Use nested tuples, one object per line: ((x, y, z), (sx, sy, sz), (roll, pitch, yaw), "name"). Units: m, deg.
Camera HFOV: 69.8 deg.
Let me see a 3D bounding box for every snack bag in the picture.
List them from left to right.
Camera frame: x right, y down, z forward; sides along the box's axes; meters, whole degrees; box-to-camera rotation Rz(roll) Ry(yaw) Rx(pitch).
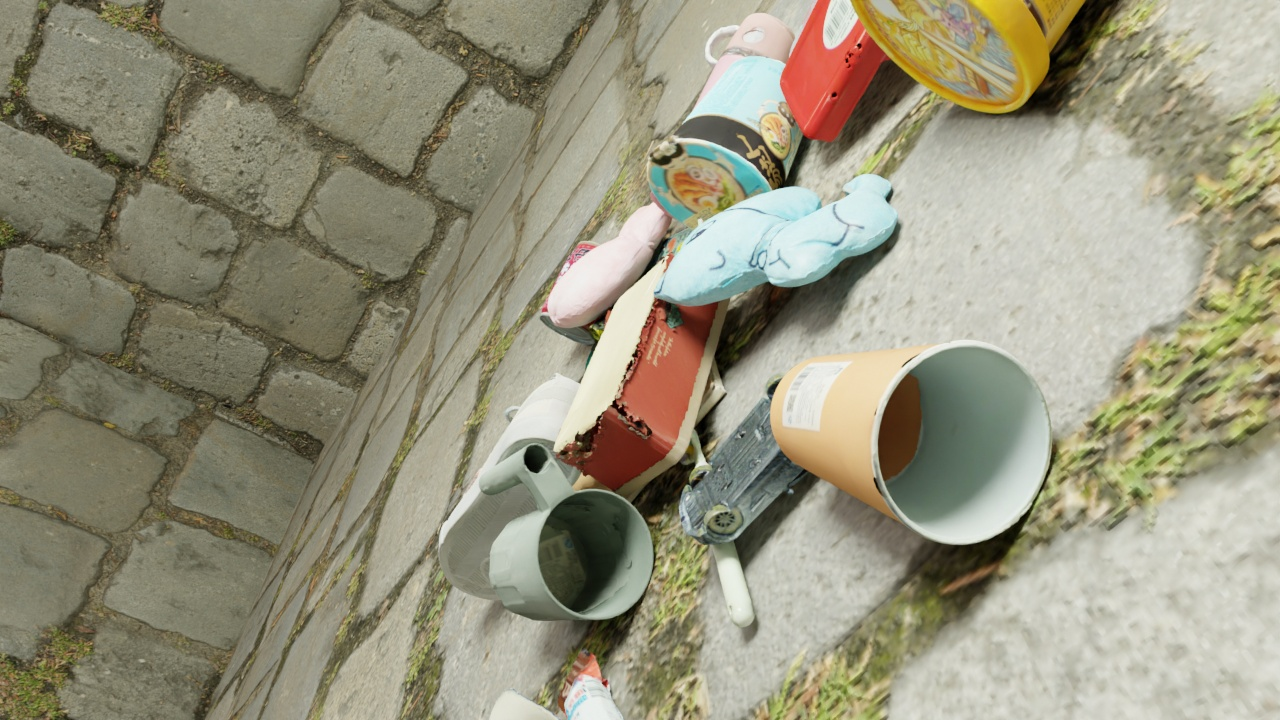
((-0.027, 0.216, 0.543), (0.104, 0.026, 0.048), (-136, 66, -71), "snack bag")

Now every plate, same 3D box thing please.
((-0.058, 0.273, 0.492), (0.164, 0.034, 0.163), (-6, 68, 63), "plate")

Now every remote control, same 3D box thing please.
((0.038, -0.095, 0.834), (0.135, 0.019, 0.056), (-14, 49, 65), "remote control")

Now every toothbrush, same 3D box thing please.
((0.042, 0.094, 0.552), (0.189, 0.020, 0.029), (-105, 20, -64), "toothbrush")

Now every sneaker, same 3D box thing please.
((-0.103, 0.105, 0.754), (0.090, 0.089, 0.243), (-81, 16, -48), "sneaker")

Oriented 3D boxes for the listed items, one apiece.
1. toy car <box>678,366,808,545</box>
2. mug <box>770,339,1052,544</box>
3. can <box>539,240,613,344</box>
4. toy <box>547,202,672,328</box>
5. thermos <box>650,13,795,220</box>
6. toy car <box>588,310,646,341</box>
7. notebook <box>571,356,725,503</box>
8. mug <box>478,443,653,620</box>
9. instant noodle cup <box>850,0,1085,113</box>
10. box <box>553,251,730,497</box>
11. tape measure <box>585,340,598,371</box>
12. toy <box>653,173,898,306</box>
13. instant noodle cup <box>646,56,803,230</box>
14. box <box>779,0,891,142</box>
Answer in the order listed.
((0.069, 0.054, 0.510), (0.121, 0.037, 0.054), (-48, 23, 13), "toy car")
((0.107, 0.029, 0.405), (0.078, 0.078, 0.123), (-62, 15, -6), "mug")
((-0.059, -0.072, 0.974), (0.093, 0.066, 0.067), (-65, 20, -14), "can")
((-0.028, -0.092, 0.884), (0.159, 0.054, 0.121), (-49, 15, -10), "toy")
((0.071, -0.225, 0.845), (0.198, 0.087, 0.067), (-65, -25, -10), "thermos")
((-0.008, -0.031, 0.822), (0.048, 0.032, 0.105), (-38, 20, -22), "toy car")
((-0.008, 0.061, 0.741), (0.212, 0.012, 0.149), (-52, 19, 22), "notebook")
((-0.061, 0.120, 0.631), (0.083, 0.124, 0.104), (-32, 0, -32), "mug")
((0.191, -0.215, 0.488), (0.114, 0.118, 0.118), (-51, 19, 3), "instant noodle cup")
((-0.004, 0.004, 0.659), (0.092, 0.077, 0.167), (-40, 22, 45), "box")
((-0.032, -0.006, 0.876), (0.058, 0.025, 0.054), (-54, 19, 19), "tape measure")
((0.083, -0.079, 0.605), (0.161, 0.050, 0.156), (-34, 25, 0), "toy")
((0.079, -0.175, 0.731), (0.111, 0.111, 0.120), (-23, 34, 60), "instant noodle cup")
((0.156, -0.269, 0.635), (0.202, 0.065, 0.159), (115, 166, -49), "box")
